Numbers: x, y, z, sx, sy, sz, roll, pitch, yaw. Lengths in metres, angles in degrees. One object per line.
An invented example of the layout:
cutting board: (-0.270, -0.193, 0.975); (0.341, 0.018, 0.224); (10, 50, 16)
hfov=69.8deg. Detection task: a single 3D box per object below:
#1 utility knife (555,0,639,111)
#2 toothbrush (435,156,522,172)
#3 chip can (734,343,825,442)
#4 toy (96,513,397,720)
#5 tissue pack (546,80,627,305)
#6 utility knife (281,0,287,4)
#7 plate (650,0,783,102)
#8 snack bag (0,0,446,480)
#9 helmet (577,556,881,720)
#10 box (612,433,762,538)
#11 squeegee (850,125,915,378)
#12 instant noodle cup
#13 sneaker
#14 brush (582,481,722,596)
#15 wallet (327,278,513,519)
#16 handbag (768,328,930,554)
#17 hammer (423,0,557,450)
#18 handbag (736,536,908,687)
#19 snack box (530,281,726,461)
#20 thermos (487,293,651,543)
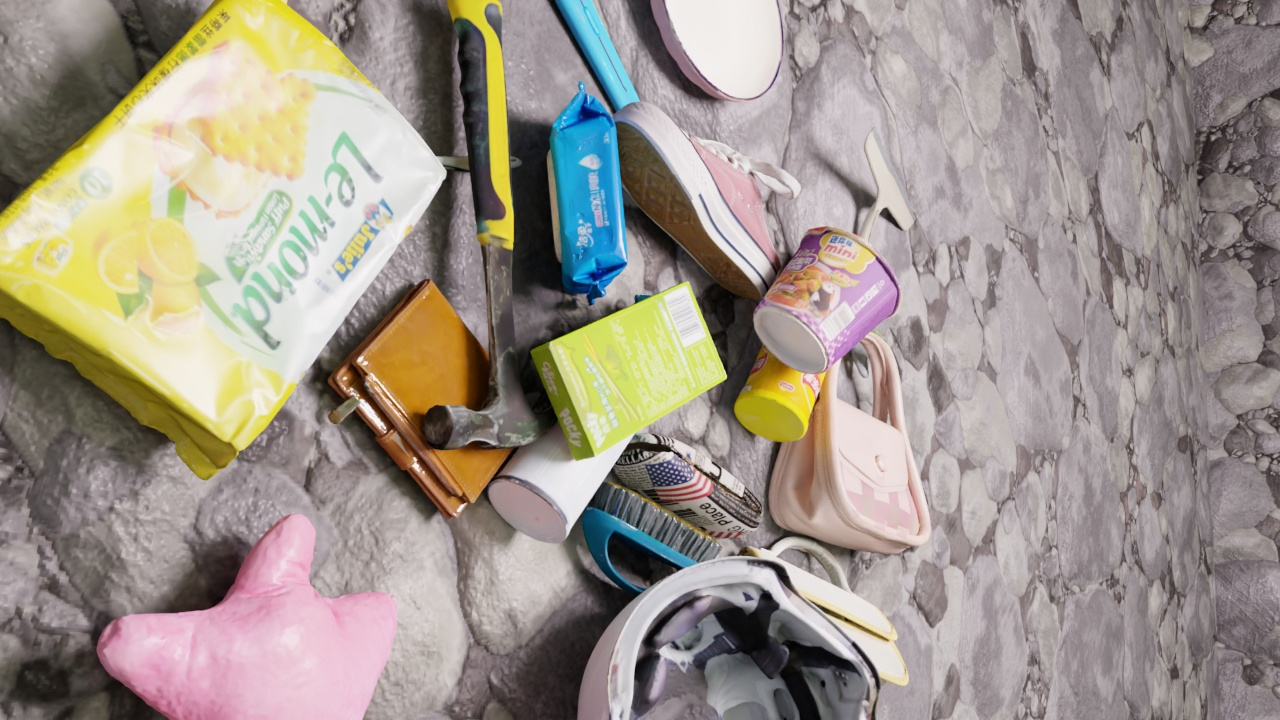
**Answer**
utility knife: (-0.028, -0.254, 0.787); (0.034, 0.018, 0.166); (-52, 122, -38)
toothbrush: (-0.155, -0.133, 0.636); (0.191, 0.016, 0.018); (-14, 104, -47)
chip can: (0.162, -0.022, 0.917); (0.072, 0.072, 0.212); (50, 52, -30)
toy: (-0.192, 0.188, 0.512); (0.178, 0.075, 0.194); (-32, 111, -55)
tissue pack: (-0.043, -0.122, 0.699); (0.052, 0.095, 0.157); (-5, 88, -6)
utility knife: (-0.231, -0.220, 0.571); (0.031, 0.018, 0.151); (9, 82, -40)
plate: (0.068, -0.341, 0.885); (0.192, 0.039, 0.192); (9, 78, -46)
snack bag: (-0.227, -0.079, 0.507); (0.158, 0.068, 0.245); (46, 58, -30)
helmet: (0.056, 0.284, 0.693); (0.228, 0.146, 0.258); (-40, 97, -31)
box: (0.044, 0.103, 0.782); (0.164, 0.074, 0.064); (40, 29, -40)
squeegee: (0.263, -0.099, 1.061); (0.246, 0.039, 0.246); (30, 68, -60)
instant noodle cup: (0.162, -0.048, 0.833); (0.099, 0.112, 0.111); (-46, 118, -19)
sneaker: (0.061, -0.151, 0.805); (0.241, 0.118, 0.087); (43, 73, -41)
brush: (0.006, 0.153, 0.740); (0.144, 0.055, 0.073); (37, 70, -38)
wallet: (-0.137, 0.030, 0.617); (0.131, 0.035, 0.118); (57, 47, -25)
handbag: (0.227, 0.077, 0.962); (0.193, 0.094, 0.233); (25, 65, -43)
hammer: (-0.102, -0.100, 0.644); (0.126, 0.032, 0.323); (5, 78, -52)
handbag: (0.161, 0.223, 0.856); (0.163, 0.063, 0.178); (28, 29, -20)
snack box: (-0.004, 0.004, 0.675); (0.156, 0.026, 0.086); (-28, 98, -44)
thermos: (-0.028, 0.037, 0.712); (0.073, 0.073, 0.223); (57, 48, -25)
